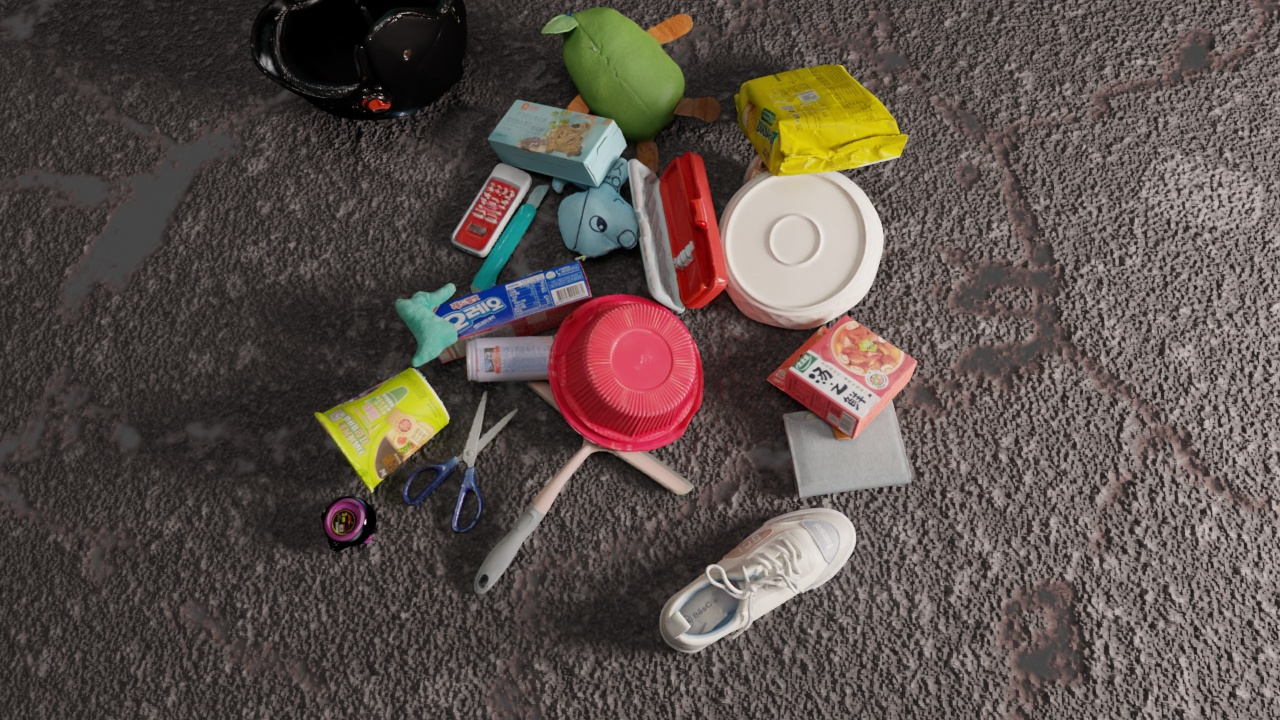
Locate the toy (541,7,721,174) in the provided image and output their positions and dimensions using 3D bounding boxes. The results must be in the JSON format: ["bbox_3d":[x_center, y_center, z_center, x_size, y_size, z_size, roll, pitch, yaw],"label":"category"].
[{"bbox_3d":[-0.017,-0.372,1.219,0.227,0.090,0.246,-39,87,11],"label":"toy"}]

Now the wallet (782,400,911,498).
[{"bbox_3d":[0.236,0.098,1.055,0.130,0.037,0.106,-8,69,0],"label":"wallet"}]

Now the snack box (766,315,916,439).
[{"bbox_3d":[0.232,0.011,1.065,0.127,0.044,0.113,36,63,25],"label":"snack box"}]

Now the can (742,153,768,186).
[{"bbox_3d":[0.193,-0.220,1.173,0.116,0.058,0.058,27,72,13],"label":"can"}]

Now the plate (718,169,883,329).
[{"bbox_3d":[0.188,-0.142,1.115,0.205,0.045,0.205,-1,86,13],"label":"plate"}]

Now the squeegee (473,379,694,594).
[{"bbox_3d":[-0.109,0.163,1.050,0.248,0.040,0.249,34,75,15],"label":"squeegee"}]

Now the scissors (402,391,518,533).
[{"bbox_3d":[-0.205,0.125,1.079,0.162,0.012,0.163,-23,72,-1],"label":"scissors"}]

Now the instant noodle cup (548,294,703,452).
[{"bbox_3d":[-0.006,0.006,1.060,0.193,0.066,0.193,5,73,-17],"label":"instant noodle cup"}]

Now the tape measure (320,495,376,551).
[{"bbox_3d":[-0.333,0.186,1.054,0.058,0.039,0.057,-27,69,-2],"label":"tape measure"}]

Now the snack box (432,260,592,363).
[{"bbox_3d":[-0.163,-0.059,1.131,0.207,0.058,0.057,-18,68,-4],"label":"snack box"}]

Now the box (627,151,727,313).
[{"bbox_3d":[0.032,-0.163,1.138,0.098,0.096,0.201,5,63,-30],"label":"box"}]

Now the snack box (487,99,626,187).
[{"bbox_3d":[-0.110,-0.285,1.196,0.175,0.051,0.074,20,70,31],"label":"snack box"}]

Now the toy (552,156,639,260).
[{"bbox_3d":[-0.059,-0.197,1.183,0.161,0.050,0.156,22,79,27],"label":"toy"}]

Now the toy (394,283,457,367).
[{"bbox_3d":[-0.250,-0.049,1.087,0.096,0.030,0.092,-36,71,-14],"label":"toy"}]

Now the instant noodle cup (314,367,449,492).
[{"bbox_3d":[-0.293,0.072,1.065,0.123,0.112,0.111,-36,70,-18],"label":"instant noodle cup"}]

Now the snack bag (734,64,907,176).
[{"bbox_3d":[0.215,-0.304,1.145,0.158,0.068,0.246,-12,34,-2],"label":"snack bag"}]

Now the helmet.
[{"bbox_3d":[-0.356,-0.426,1.199,0.274,0.230,0.233,-32,69,-2],"label":"helmet"}]

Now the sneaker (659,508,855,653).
[{"bbox_3d":[0.126,0.227,0.981,0.242,0.091,0.089,-30,70,-9],"label":"sneaker"}]

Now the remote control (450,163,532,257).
[{"bbox_3d":[-0.196,-0.199,1.209,0.056,0.020,0.135,24,72,13],"label":"remote control"}]

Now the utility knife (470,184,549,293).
[{"bbox_3d":[-0.169,-0.156,1.194,0.029,0.013,0.186,26,74,11],"label":"utility knife"}]

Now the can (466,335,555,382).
[{"bbox_3d":[-0.140,-0.002,1.098,0.134,0.053,0.053,-2,68,-8],"label":"can"}]
